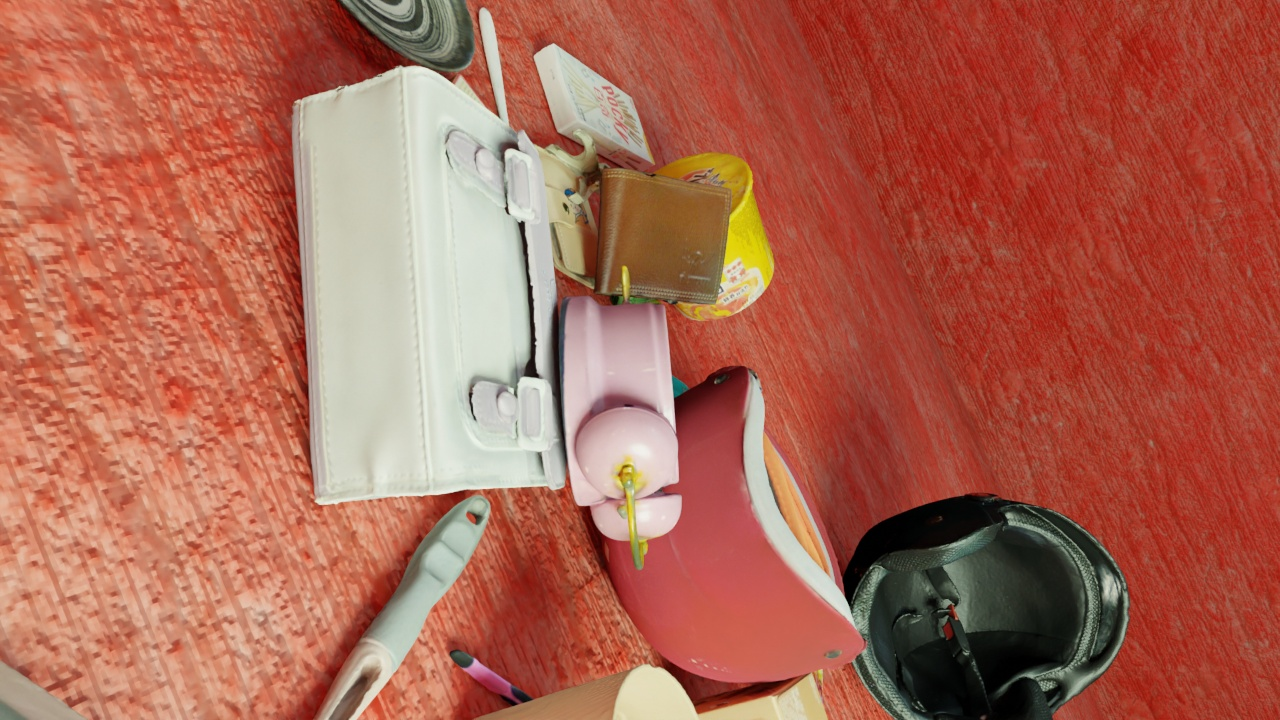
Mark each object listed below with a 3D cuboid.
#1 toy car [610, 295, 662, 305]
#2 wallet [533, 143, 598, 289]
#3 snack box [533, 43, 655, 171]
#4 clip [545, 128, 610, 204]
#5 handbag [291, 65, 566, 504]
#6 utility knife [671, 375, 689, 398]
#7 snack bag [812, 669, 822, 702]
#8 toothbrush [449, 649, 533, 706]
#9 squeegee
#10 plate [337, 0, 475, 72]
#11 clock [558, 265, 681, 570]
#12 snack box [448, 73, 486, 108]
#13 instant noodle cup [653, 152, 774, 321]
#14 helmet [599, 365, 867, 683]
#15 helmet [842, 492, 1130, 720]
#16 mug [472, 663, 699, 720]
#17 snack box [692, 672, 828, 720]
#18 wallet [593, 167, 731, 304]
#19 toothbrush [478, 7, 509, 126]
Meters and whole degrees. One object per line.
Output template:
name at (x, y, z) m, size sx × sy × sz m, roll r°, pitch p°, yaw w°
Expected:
toy car at (-0.005, -0.057, 0.787) m, size 0.036 × 0.043 × 0.091 m, roll -6°, pitch 60°, yaw -18°
wallet at (-0.062, -0.119, 0.756) m, size 0.087 × 0.024 × 0.115 m, roll 12°, pitch 58°, yaw -60°
snack box at (-0.043, -0.244, 0.906) m, size 0.156 × 0.027 × 0.084 m, roll 8°, pitch 60°, yaw -61°
clip at (-0.039, -0.147, 0.766) m, size 0.103 × 0.035 × 0.092 m, roll 42°, pitch 24°, yaw -61°
handbag at (-0.095, -0.028, 0.474) m, size 0.144 × 0.099 × 0.197 m, roll 13°, pitch 71°, yaw -70°
utility knife at (-0.005, 0.004, 0.770) m, size 0.216 × 0.013 × 0.029 m, roll 30°, pitch 42°, yaw -53°
snack bag at (0.132, 0.280, 0.771) m, size 0.190 × 0.039 × 0.110 m, roll -80°, pitch 151°, yaw -50°
toothbrush at (-0.042, 0.205, 0.510) m, size 0.189 × 0.014 × 0.017 m, roll 49°, pitch 19°, yaw -32°
squeegee at (-0.114, 0.132, 0.397) m, size 0.247 × 0.040 × 0.249 m, roll 43°, pitch 23°, yaw -8°
plate at (-0.186, -0.277, 0.641) m, size 0.179 × 0.024 × 0.179 m, roll 45°, pitch 30°, yaw -36°
clock at (-0.009, 0.036, 0.503) m, size 0.117 × 0.060 × 0.158 m, roll 85°, pitch 2°, yaw -55°
snack box at (-0.126, -0.130, 0.628) m, size 0.077 × 0.027 × 0.155 m, roll 51°, pitch 28°, yaw -30°
instant noodle cup at (0.059, -0.113, 0.875) m, size 0.137 × 0.138 × 0.110 m, roll -89°, pitch 155°, yaw -44°
helmet at (0.054, 0.123, 0.632) m, size 0.240 × 0.144 × 0.207 m, roll 38°, pitch 29°, yaw -73°
helmet at (0.335, 0.253, 0.937) m, size 0.230 × 0.274 × 0.233 m, roll -155°, pitch -129°, yaw -86°
mug at (-0.021, 0.213, 0.432) m, size 0.124 × 0.104 × 0.084 m, roll 61°, pitch 25°, yaw -12°
snack box at (0.072, 0.262, 0.589) m, size 0.077 × 0.095 × 0.092 m, roll 10°, pitch 59°, yaw -62°
wallet at (0.018, -0.097, 0.742) m, size 0.124 × 0.032 × 0.101 m, roll 3°, pitch 94°, yaw -37°
toothbrush at (-0.113, -0.222, 0.752) m, size 0.016 × 0.016 × 0.180 m, roll 27°, pitch 44°, yaw -58°
